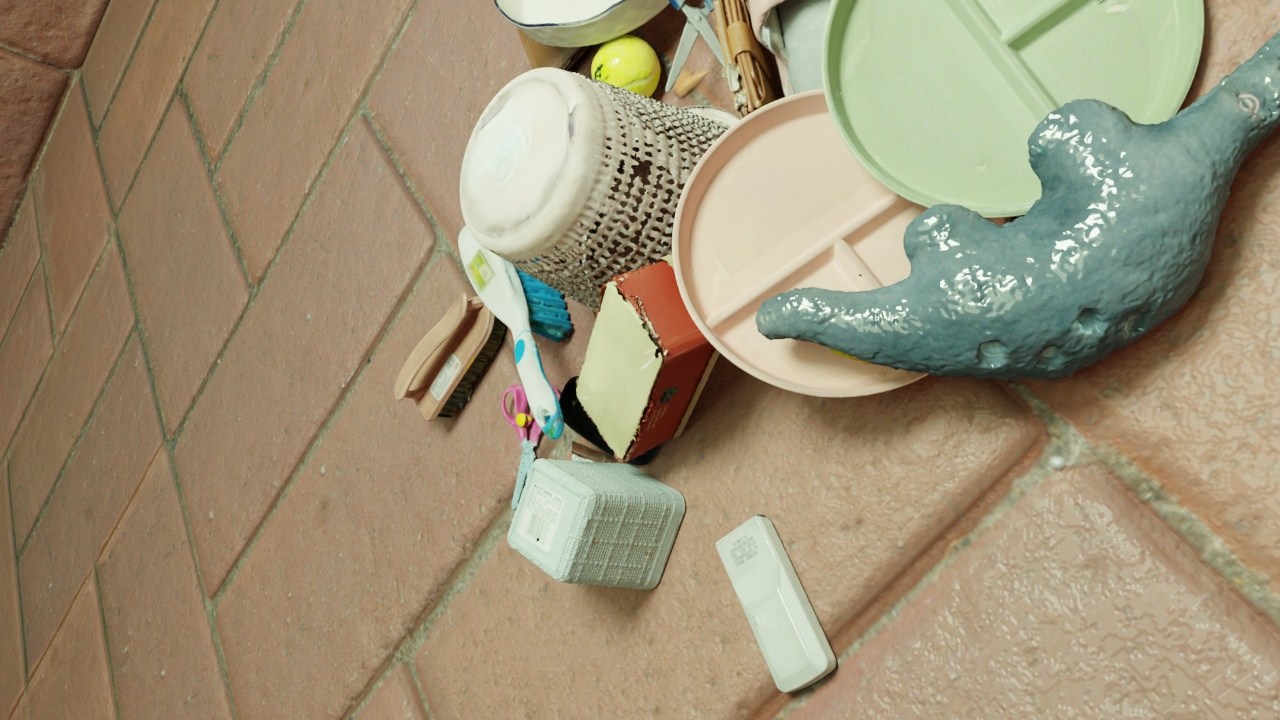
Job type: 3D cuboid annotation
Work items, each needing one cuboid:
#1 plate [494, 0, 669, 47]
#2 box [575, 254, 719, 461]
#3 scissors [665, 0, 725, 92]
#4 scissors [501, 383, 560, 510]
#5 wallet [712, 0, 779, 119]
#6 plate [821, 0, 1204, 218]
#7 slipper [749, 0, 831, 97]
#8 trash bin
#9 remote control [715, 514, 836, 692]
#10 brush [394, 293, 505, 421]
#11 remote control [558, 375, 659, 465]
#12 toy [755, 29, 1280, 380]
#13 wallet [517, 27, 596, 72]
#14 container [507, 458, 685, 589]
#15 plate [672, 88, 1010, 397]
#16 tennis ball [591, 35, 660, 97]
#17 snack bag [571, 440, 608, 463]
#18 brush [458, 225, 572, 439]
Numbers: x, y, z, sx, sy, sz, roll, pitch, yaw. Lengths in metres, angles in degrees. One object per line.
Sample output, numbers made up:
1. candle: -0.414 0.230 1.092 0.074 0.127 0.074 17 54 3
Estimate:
1. plate: -0.040 -0.376 0.884 0.205 0.045 0.204 -12 52 16
2. box: -0.004 0.005 0.727 0.091 0.076 0.169 55 151 23
3. scissors: 0.046 -0.312 0.803 0.175 0.162 0.012 -59 13 -18
4. scissors: -0.103 0.085 0.905 0.094 0.017 0.137 -19 72 31
5. wallet: 0.091 -0.228 0.739 0.031 0.108 0.131 -17 66 18
6. plate: 0.235 -0.206 0.600 0.230 0.027 0.230 -1 88 21
7. slipper: 0.129 -0.285 0.678 0.114 0.054 0.274 -4 103 32
8. trash bin: -0.034 -0.139 0.773 0.228 0.192 0.227 -13 71 40
9. remote control: 0.099 0.181 0.686 0.049 0.024 0.124 -42 54 27
10. brush: -0.201 -0.008 0.975 0.146 0.073 0.063 -53 49 17
11. remote control: -0.035 0.052 0.839 0.136 0.024 0.053 27 96 42
12. toy: 0.247 -0.065 0.547 0.357 0.091 0.138 -31 77 17
13. wallet: -0.076 -0.360 0.977 0.125 0.032 0.101 -39 59 30
14. container: -0.039 0.134 0.764 0.090 0.111 0.090 23 95 44
15. plate: 0.137 -0.084 0.644 0.230 0.028 0.229 -3 76 10
16. tennis ball: -0.014 -0.275 0.872 0.066 0.065 0.065 -12 71 40
17. snack bag: -0.061 0.129 0.844 0.048 0.026 0.104 20 93 37
18. brush: -0.106 -0.033 0.868 0.061 0.109 0.314 -49 51 19
